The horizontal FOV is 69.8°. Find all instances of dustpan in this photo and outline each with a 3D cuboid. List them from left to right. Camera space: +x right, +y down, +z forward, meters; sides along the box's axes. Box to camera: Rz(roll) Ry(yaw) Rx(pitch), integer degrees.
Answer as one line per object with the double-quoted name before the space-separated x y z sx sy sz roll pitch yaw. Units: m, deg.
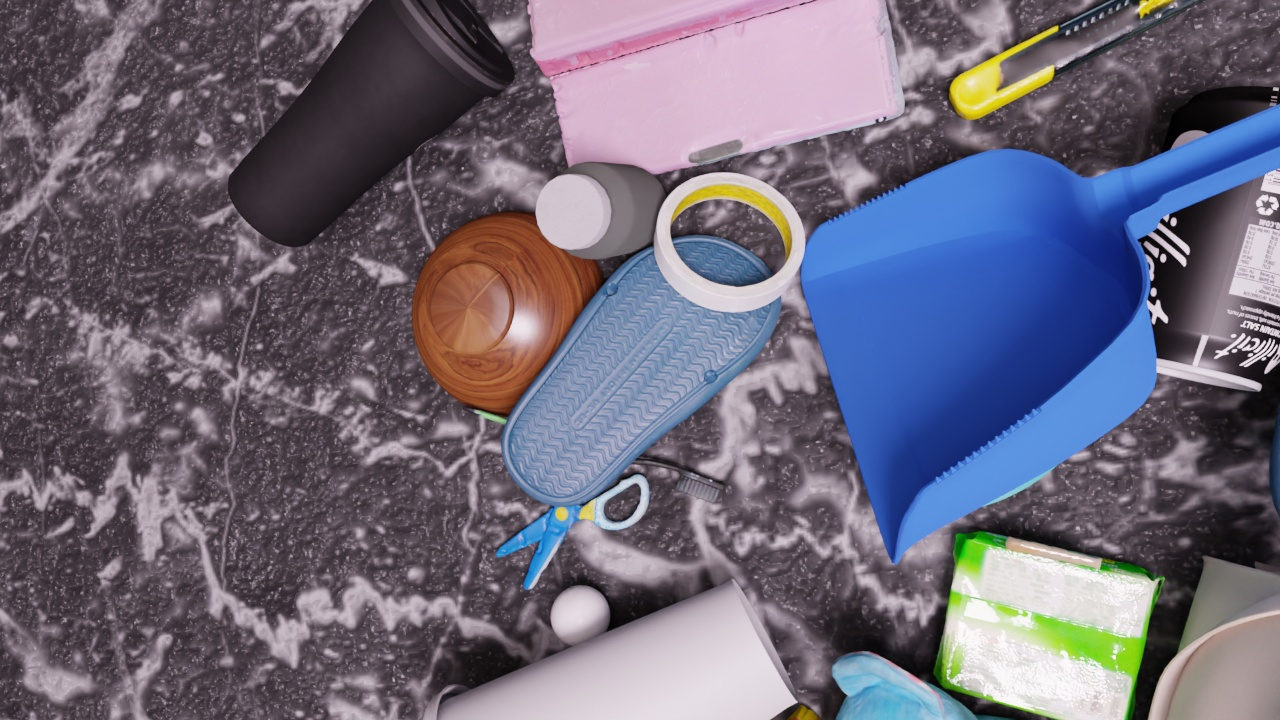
"dustpan" 0.210 -0.047 0.454 0.258 0.245 0.059 -23 123 14

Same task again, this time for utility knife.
"utility knife" 0.272 -0.196 0.535 0.187 0.020 0.028 -26 83 15

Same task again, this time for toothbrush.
"toothbrush" -0.035 0.062 0.619 0.188 0.014 0.017 16 82 9

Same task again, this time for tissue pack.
"tissue pack" 0.234 0.154 0.533 0.114 0.034 0.099 12 95 18

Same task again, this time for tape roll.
"tape roll" 0.056 -0.075 0.577 0.094 0.019 0.094 3 64 -5

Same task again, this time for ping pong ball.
"ping pong ball" -0.040 0.172 0.619 0.040 0.040 0.040 0 89 18

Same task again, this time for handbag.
"handbag" 0.300 0.187 0.414 0.101 0.197 0.194 15 87 20

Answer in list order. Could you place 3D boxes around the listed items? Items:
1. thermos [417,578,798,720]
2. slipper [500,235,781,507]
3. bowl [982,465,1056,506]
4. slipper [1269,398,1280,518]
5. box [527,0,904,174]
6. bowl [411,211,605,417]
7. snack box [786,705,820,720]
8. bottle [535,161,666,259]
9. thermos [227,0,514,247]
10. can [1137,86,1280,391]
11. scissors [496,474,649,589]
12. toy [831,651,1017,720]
"thermos" -0.021 0.224 0.566 0.222 0.131 0.131 -29 80 3
"slipper" -0.004 0.003 0.597 0.213 0.059 0.104 -44 83 -4
"bowl" 0.188 0.032 0.531 0.121 0.121 0.046 -30 40 15
"slipper" 0.363 0.020 0.430 0.104 0.059 0.213 19 56 16
"box" 0.041 -0.220 0.597 0.233 0.050 0.180 -11 87 18
"bowl" -0.101 -0.033 0.628 0.147 0.068 0.147 0 89 18
"snack box" 0.053 0.282 0.568 0.025 0.075 0.152 44 102 16
"bottle" -0.024 -0.095 0.579 0.060 0.108 0.060 4 101 19
"thermos" -0.195 -0.174 0.649 0.219 0.105 0.106 -37 78 19
"can" 0.309 -0.063 0.487 0.080 0.080 0.146 15 94 18
"scissors" -0.045 0.113 0.639 0.097 0.020 0.133 30 97 19
"toy" 0.187 0.238 0.507 0.181 0.114 0.183 -4 109 43
